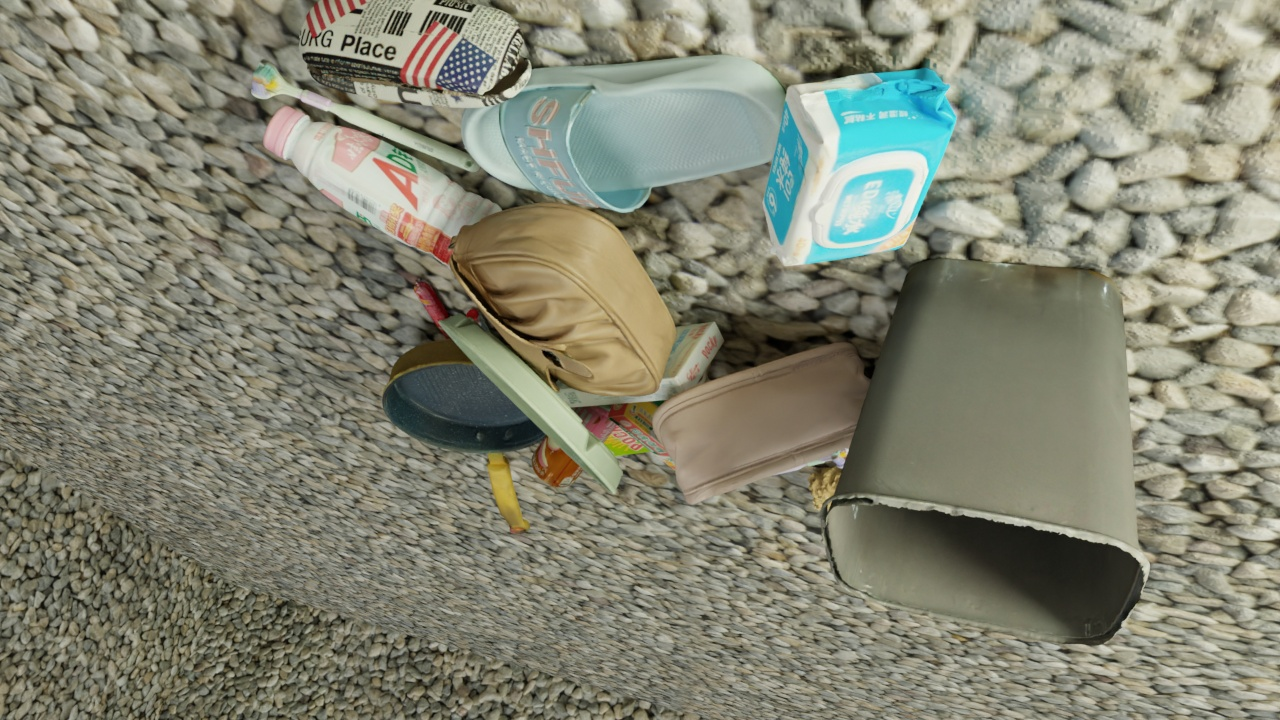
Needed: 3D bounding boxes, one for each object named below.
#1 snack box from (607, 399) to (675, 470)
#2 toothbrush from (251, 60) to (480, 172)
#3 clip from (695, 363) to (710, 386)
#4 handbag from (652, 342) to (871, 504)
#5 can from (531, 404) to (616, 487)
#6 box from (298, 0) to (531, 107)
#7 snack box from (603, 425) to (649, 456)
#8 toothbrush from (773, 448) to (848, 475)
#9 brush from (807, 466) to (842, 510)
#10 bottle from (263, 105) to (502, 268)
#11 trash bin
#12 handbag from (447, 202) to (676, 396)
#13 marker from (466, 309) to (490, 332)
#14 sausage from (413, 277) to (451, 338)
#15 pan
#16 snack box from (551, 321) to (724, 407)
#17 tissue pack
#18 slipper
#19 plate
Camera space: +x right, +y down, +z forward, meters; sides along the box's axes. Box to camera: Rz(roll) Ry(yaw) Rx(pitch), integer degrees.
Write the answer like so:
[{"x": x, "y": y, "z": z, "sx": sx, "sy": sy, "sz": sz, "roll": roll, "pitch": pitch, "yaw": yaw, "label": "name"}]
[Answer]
[{"x": 0.036, "y": 0.067, "z": 0.958, "sx": 0.027, "sy": 0.076, "sz": 0.155, "roll": -12, "pitch": 138, "yaw": 44, "label": "snack box"}, {"x": -0.218, "y": -0.191, "z": 0.736, "sx": 0.189, "sy": 0.029, "sz": 0.020, "roll": 21, "pitch": -166, "yaw": -5, "label": "toothbrush"}, {"x": 0.069, "y": 0.028, "z": 0.922, "sx": 0.076, "sy": 0.034, "sz": 0.104, "roll": 12, "pitch": 142, "yaw": 19, "label": "clip"}, {"x": 0.114, "y": 0.074, "z": 0.865, "sx": 0.193, "sy": 0.093, "sz": 0.234, "roll": -18, "pitch": 166, "yaw": -4, "label": "handbag"}, {"x": -0.066, "y": 0.078, "z": 1.011, "sx": 0.058, "sy": 0.057, "sz": 0.148, "roll": 27, "pitch": 128, "yaw": -12, "label": "can"}, {"x": -0.156, "y": -0.212, "z": 0.611, "sx": 0.164, "sy": 0.075, "sz": 0.076, "roll": 15, "pitch": 146, "yaw": 14, "label": "box"}, {"x": -0.006, "y": 0.073, "z": 1.050, "sx": 0.157, "sy": 0.026, "sz": 0.085, "roll": -13, "pitch": 136, "yaw": 46, "label": "snack box"}, {"x": 0.162, "y": 0.121, "z": 1.034, "sx": 0.021, "sy": 0.029, "sz": 0.190, "roll": -8, "pitch": 170, "yaw": -35, "label": "toothbrush"}, {"x": 0.262, "y": 0.126, "z": 0.943, "sx": 0.083, "sy": 0.045, "sz": 0.255, "roll": 33, "pitch": 155, "yaw": -15, "label": "brush"}, {"x": -0.214, "y": -0.145, "z": 0.767, "sx": 0.197, "sy": 0.068, "sz": 0.068, "roll": 29, "pitch": 150, "yaw": -8, "label": "bottle"}, {"x": 0.251, "y": 0.060, "z": 0.667, "sx": 0.199, "sy": 0.219, "sz": 0.199, "roll": 7, "pitch": 149, "yaw": 21, "label": "trash bin"}, {"x": -0.060, "y": -0.038, "z": 0.744, "sx": 0.148, "sy": 0.099, "sz": 0.204, "roll": 7, "pitch": 153, "yaw": 29, "label": "handbag"}, {"x": -0.162, "y": -0.010, "z": 1.014, "sx": 0.017, "sy": 0.017, "sz": 0.145, "roll": 9, "pitch": 150, "yaw": 19, "label": "marker"}, {"x": -0.210, "y": -0.040, "z": 0.991, "sx": 0.020, "sy": 0.020, "sz": 0.156, "roll": 8, "pitch": 149, "yaw": 21, "label": "sausage"}, {"x": -0.180, "y": 0.103, "z": 1.096, "sx": 0.198, "sy": 0.078, "sz": 0.358, "roll": -3, "pitch": 146, "yaw": 6, "label": "pan"}, {"x": -0.005, "y": 0.005, "z": 0.869, "sx": 0.157, "sy": 0.084, "sz": 0.027, "roll": -6, "pitch": 125, "yaw": 39, "label": "snack box"}, {"x": 0.132, "y": -0.115, "z": 0.572, "sx": 0.090, "sy": 0.063, "sz": 0.140, "roll": -9, "pitch": 150, "yaw": -7, "label": "tissue pack"}, {"x": -0.015, "y": -0.146, "z": 0.629, "sx": 0.246, "sy": 0.074, "sz": 0.104, "roll": 1, "pitch": 147, "yaw": 29, "label": "slipper"}, {"x": -0.099, "y": 0.037, "z": 0.859, "sx": 0.230, "sy": 0.027, "sz": 0.230, "roll": 43, "pitch": 172, "yaw": 7, "label": "plate"}]
